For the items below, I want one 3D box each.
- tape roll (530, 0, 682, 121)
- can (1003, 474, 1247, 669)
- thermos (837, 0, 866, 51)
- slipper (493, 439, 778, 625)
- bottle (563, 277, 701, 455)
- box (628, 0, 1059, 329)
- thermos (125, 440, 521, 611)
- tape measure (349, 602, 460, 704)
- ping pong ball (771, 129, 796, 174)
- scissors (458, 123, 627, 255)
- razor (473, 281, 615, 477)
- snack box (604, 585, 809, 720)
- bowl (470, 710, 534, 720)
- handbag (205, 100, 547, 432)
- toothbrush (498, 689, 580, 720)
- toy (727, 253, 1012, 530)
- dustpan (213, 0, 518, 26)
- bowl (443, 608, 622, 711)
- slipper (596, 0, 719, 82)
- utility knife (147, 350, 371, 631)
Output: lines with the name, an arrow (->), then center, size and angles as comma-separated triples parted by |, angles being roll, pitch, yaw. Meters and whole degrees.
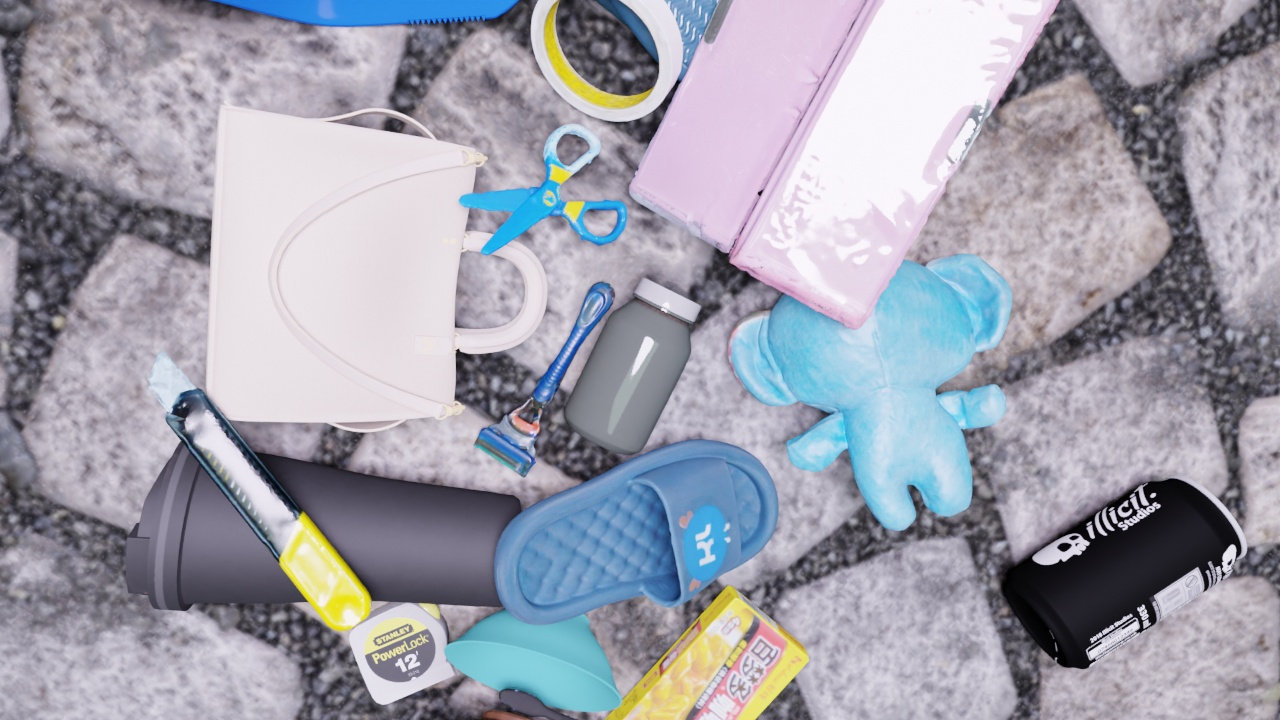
tape roll -> -0.021, -0.191, 0.557 | 0.094, 0.094, 0.019 | 38, 52, -11
can -> 0.341, 0.150, 0.653 | 0.146, 0.080, 0.080 | -33, 101, -1
thermos -> 0.198, -0.286, 0.555 | 0.131, 0.131, 0.222 | 37, 100, -11
slipper -> 0.008, 0.111, 0.592 | 0.213, 0.059, 0.104 | -9, 103, -31
bottle -> -0.004, 0.003, 0.600 | 0.060, 0.060, 0.108 | 25, 95, -10
box -> 0.108, -0.157, 0.520 | 0.180, 0.050, 0.233 | 30, 106, 13
thermos -> -0.190, 0.110, 0.579 | 0.218, 0.106, 0.106 | 8, 97, -13
tape measure -> -0.162, 0.199, 0.633 | 0.064, 0.017, 0.065 | -22, 101, -3
ping pong ball -> 0.100, -0.132, 0.602 | 0.040, 0.040, 0.040 | -1, 99, -7
scissors -> -0.061, -0.109, 0.567 | 0.132, 0.020, 0.097 | -10, 87, -42
razor -> -0.057, 0.009, 0.616 | 0.044, 0.018, 0.141 | 33, 91, 7
snack box -> 0.043, 0.242, 0.660 | 0.075, 0.025, 0.152 | 42, 92, -10
bowl -> -0.088, 0.276, 0.612 | 0.147, 0.148, 0.068 | 27, 56, -10
handbag -> -0.154, -0.053, 0.566 | 0.197, 0.101, 0.195 | 4, 98, -19
toothbrush -> -0.013, 0.268, 0.638 | 0.188, 0.017, 0.014 | 26, 68, -7
toy -> 0.159, 0.017, 0.599 | 0.183, 0.115, 0.180 | -17, 79, 5
dustpan -> -0.227, -0.226, 0.492 | 0.258, 0.245, 0.059 | 13, 102, 22
bowl -> -0.066, 0.191, 0.616 | 0.121, 0.121, 0.046 | 23, 55, -10
slipper -> 0.003, -0.262, 0.563 | 0.103, 0.059, 0.213 | -48, 114, -4
utility knife -> -0.213, 0.074, 0.512 | 0.028, 0.020, 0.186 | -37, 101, -17
